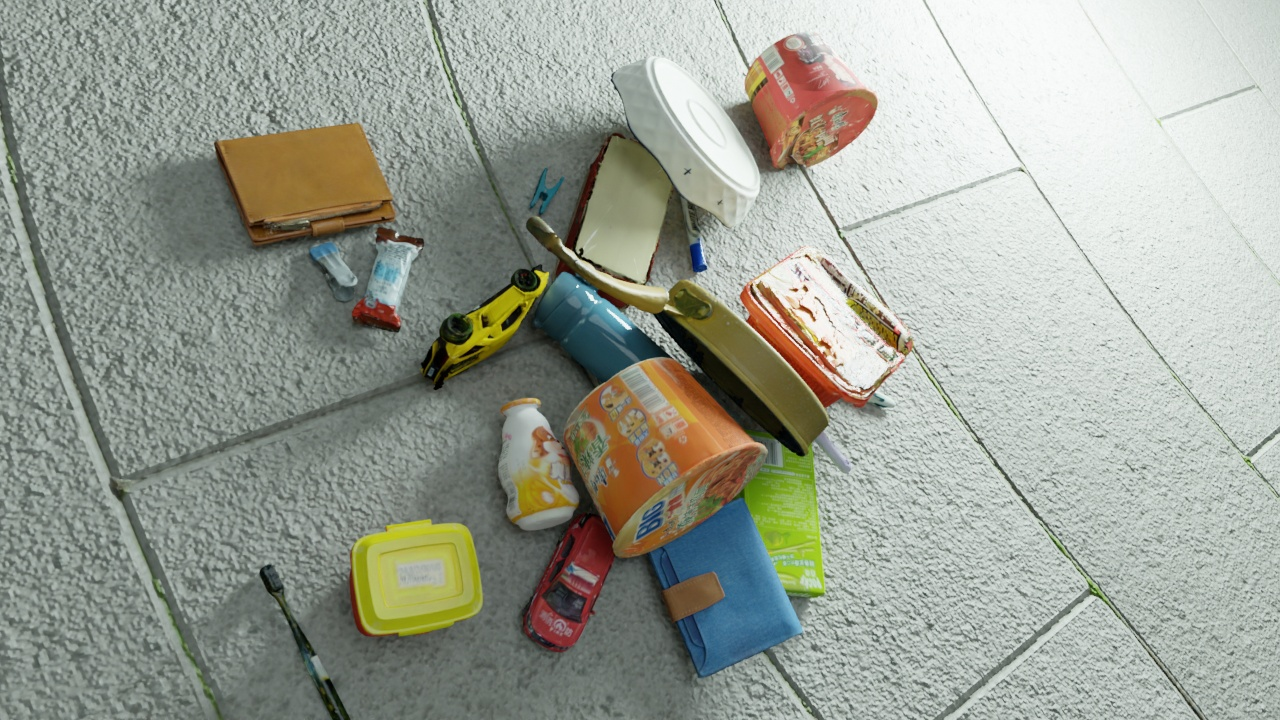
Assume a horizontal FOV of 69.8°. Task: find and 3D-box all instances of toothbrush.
[{"bbox_3d":[0.148,0.042,0.935,0.029,0.021,0.189,-29,72,-39],"label":"toothbrush"},{"bbox_3d":[0.199,0.015,0.993,0.191,0.018,0.016,21,59,-16],"label":"toothbrush"},{"bbox_3d":[-0.235,0.232,0.674,0.012,0.017,0.186,-24,79,-36],"label":"toothbrush"}]

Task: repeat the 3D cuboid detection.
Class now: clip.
[{"bbox_3d":[-0.097,-0.173,0.939,0.041,0.014,0.056,26,58,-13],"label":"clip"},{"bbox_3d":[-0.269,-0.079,0.809,0.024,0.028,0.056,-26,71,-36],"label":"clip"}]

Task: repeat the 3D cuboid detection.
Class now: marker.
[{"bbox_3d":[0.054,-0.164,1.008,0.016,0.017,0.145,2,66,-26],"label":"marker"}]

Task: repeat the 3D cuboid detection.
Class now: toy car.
[{"bbox_3d":[-0.056,0.184,0.771,0.053,0.045,0.120,31,59,-9],"label":"toy car"},{"bbox_3d":[-0.134,-0.033,0.818,0.041,0.071,0.155,46,55,2],"label":"toy car"}]

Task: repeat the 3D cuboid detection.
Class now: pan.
[{"bbox_3d":[0.036,-0.026,0.790,0.078,0.198,0.357,-46,130,-3],"label":"pan"}]

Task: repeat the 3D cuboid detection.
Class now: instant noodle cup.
[{"bbox_3d":[0.195,-0.311,1.083,0.137,0.138,0.108,-13,67,-31],"label":"instant noodle cup"},{"bbox_3d":[0.183,-0.026,0.947,0.164,0.079,0.188,46,38,10],"label":"instant noodle cup"},{"bbox_3d":[0.013,0.076,0.769,0.151,0.152,0.111,-21,63,-32],"label":"instant noodle cup"}]

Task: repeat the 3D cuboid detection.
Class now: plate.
[{"bbox_3d":[0.056,-0.238,0.971,0.205,0.046,0.204,39,30,-29],"label":"plate"}]

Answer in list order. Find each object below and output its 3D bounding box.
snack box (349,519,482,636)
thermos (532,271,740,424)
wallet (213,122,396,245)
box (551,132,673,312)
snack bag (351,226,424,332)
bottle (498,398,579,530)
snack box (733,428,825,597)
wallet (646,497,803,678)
[{"bbox_3d":[-0.175,0.168,0.696,0.091,0.080,0.082,-4,69,-28],"label":"snack box"},{"bbox_3d":[-0.005,0.005,0.867,0.220,0.070,0.070,42,55,-4],"label":"thermos"},{"bbox_3d":[-0.297,-0.161,0.823,0.131,0.031,0.107,-19,73,-31],"label":"wallet"},{"bbox_3d":[-0.019,-0.143,0.924,0.091,0.079,0.168,23,59,-14],"label":"box"},{"bbox_3d":[-0.225,-0.074,0.820,0.045,0.026,0.105,13,60,-10],"label":"snack bag"},{"bbox_3d":[-0.092,0.088,0.786,0.063,0.063,0.108,-6,70,-29],"label":"bottle"},{"bbox_3d":[0.132,0.148,0.892,0.085,0.026,0.156,10,62,-22],"label":"snack box"},{"bbox_3d":[0.071,0.199,0.815,0.106,0.040,0.133,-19,72,-12],"label":"wallet"}]
